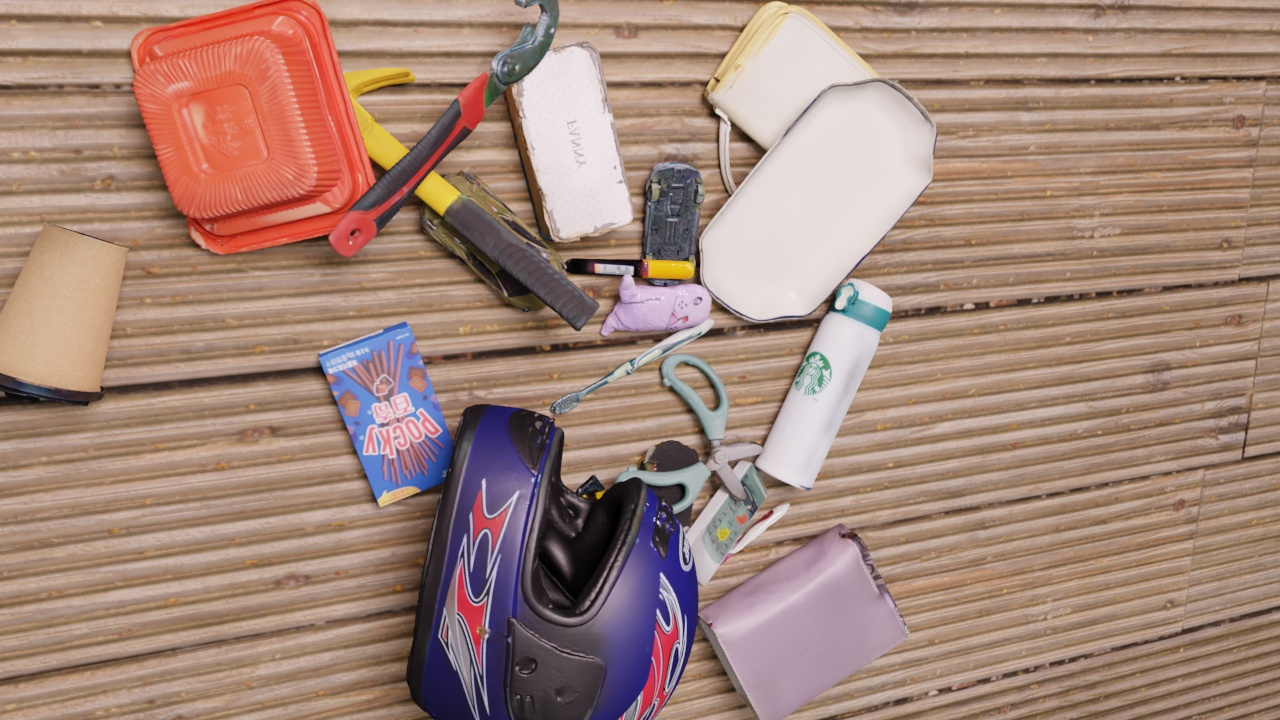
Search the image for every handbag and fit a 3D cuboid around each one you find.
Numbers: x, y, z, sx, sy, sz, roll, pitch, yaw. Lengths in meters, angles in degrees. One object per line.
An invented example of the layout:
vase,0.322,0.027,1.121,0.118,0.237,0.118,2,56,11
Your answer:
handbag,0.137,-0.237,0.903,0.163,0.063,0.179,33,105,-23
handbag,0.175,0.287,1.015,0.197,0.098,0.145,-30,112,-9

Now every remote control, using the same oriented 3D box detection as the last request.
remote control,0.087,0.171,0.967,0.134,0.019,0.056,-49,127,-29

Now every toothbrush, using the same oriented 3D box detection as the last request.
toothbrush,-0.005,0.005,0.927,0.191,0.018,0.016,-29,110,-10
toothbrush,0.090,0.213,1.013,0.187,0.016,0.017,-37,102,-7

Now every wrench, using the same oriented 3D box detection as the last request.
wrench,-0.155,-0.191,0.745,0.273,0.016,0.056,-51,149,-4

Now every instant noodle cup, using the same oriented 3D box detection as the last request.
instant noodle cup,-0.309,-0.179,0.717,0.164,0.079,0.189,-13,106,6

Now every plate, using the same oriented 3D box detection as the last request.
plate,0.169,-0.155,0.902,0.162,0.034,0.266,30,111,-26

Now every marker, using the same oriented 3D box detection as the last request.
marker,-0.011,-0.090,0.885,0.124,0.015,0.018,2,127,1

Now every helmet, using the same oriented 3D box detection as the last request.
helmet,-0.065,0.205,0.825,0.240,0.247,0.316,10,108,-3

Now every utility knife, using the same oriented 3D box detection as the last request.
utility knife,-0.038,0.216,0.968,0.033,0.015,0.203,-12,107,-13

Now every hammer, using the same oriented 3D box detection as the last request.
hammer,-0.159,-0.132,0.788,0.300,0.033,0.129,40,90,-5

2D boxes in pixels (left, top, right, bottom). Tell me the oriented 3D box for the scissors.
scissors,0.039,0.089,0.934,0.177,0.019,0.170,-32,97,-21

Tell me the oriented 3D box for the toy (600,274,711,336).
toy,0.020,-0.054,0.903,0.108,0.038,0.084,1,142,-19

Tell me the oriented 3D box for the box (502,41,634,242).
box,-0.064,-0.190,0.837,0.089,0.061,0.184,-15,109,-14

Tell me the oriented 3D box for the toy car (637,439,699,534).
toy car,0.023,0.158,0.960,0.071,0.041,0.156,7,94,-21

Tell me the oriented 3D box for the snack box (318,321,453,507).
snack box,-0.230,0.051,0.855,0.084,0.026,0.157,-21,109,-14

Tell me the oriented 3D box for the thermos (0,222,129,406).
thermos,-0.461,-0.032,0.726,0.093,0.093,0.143,18,88,-22

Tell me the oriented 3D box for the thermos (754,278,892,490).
thermos,0.196,0.023,0.974,0.073,0.073,0.224,22,95,-23

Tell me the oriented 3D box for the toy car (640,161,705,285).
toy car,0.030,-0.132,0.896,0.054,0.036,0.121,-1,113,-14

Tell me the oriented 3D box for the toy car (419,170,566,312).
toy car,-0.132,-0.107,0.844,0.158,0.042,0.070,40,88,-26
